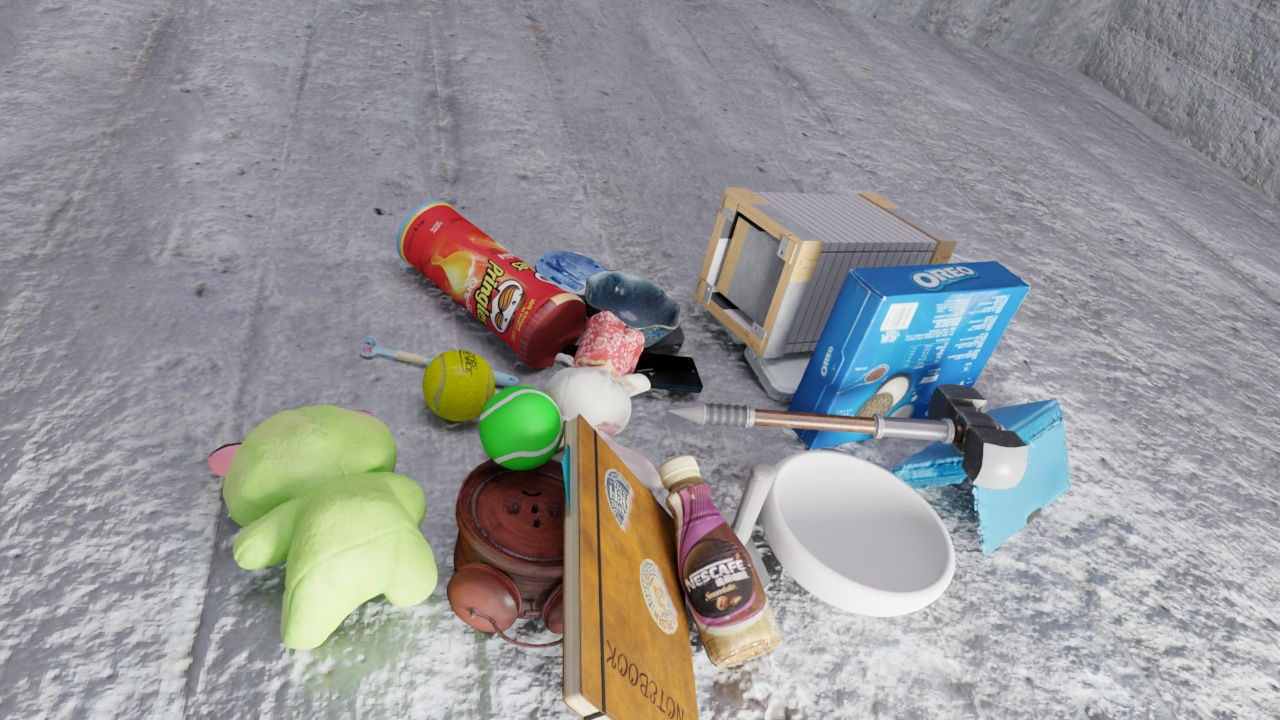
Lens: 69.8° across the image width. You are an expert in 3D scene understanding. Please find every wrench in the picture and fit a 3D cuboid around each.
[{"bbox_3d":[-0.032,0.009,0.969,0.073,0.018,0.272,31,37,15],"label":"wrench"}]

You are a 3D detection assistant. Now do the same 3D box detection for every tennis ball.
[{"bbox_3d":[-0.092,0.052,0.707,0.065,0.065,0.065,13,35,-10],"label":"tennis ball"},{"bbox_3d":[-0.166,0.023,0.839,0.065,0.066,0.065,13,35,-10],"label":"tennis ball"}]

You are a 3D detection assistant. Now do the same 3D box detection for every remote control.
[{"bbox_3d":[-0.006,0.006,0.955,0.150,0.022,0.047,6,43,-23],"label":"remote control"}]

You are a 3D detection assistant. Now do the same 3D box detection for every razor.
[{"bbox_3d":[0.088,0.132,0.769,0.047,0.116,0.088,0,39,-18],"label":"razor"}]

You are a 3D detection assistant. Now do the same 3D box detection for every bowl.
[{"bbox_3d":[-0.015,-0.046,0.983,0.110,0.055,0.110,16,32,-10],"label":"bowl"},{"bbox_3d":[0.184,0.163,0.818,0.176,0.066,0.176,13,35,-10],"label":"bowl"}]

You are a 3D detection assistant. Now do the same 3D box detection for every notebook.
[{"bbox_3d":[-0.010,0.158,0.658,0.178,0.014,0.248,52,21,-36],"label":"notebook"}]

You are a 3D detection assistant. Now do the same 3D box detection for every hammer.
[{"bbox_3d":[0.189,0.060,0.878,0.322,0.043,0.155,4,23,-5],"label":"hammer"}]

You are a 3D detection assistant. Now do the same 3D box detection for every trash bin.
[{"bbox_3d":[0.218,-0.108,1.093,0.246,0.143,0.142,-5,34,-33],"label":"trash bin"}]

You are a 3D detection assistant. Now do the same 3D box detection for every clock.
[{"bbox_3d":[-0.071,-0.087,1.051,0.089,0.052,0.125,35,37,22],"label":"clock"},{"bbox_3d":[-0.086,0.148,0.700,0.120,0.072,0.157,7,36,-18],"label":"clock"}]

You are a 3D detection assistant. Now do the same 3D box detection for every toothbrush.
[{"bbox_3d":[-0.194,0.004,0.895,0.155,0.016,0.022,14,67,-8],"label":"toothbrush"}]

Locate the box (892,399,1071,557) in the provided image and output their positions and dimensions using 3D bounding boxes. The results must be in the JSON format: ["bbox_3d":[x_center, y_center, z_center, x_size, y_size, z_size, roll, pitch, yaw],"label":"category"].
[{"bbox_3d":[0.382,0.127,0.996,0.230,0.094,0.111,-18,91,-44],"label":"box"}]

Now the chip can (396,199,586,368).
[{"bbox_3d":[-0.160,-0.084,0.973,0.213,0.087,0.086,37,38,25],"label":"chip can"}]

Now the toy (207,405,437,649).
[{"bbox_3d":[-0.230,0.100,0.675,0.149,0.107,0.196,-15,55,-37],"label":"toy"}]

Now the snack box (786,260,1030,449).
[{"bbox_3d":[0.288,-0.008,0.992,0.238,0.196,0.056,-6,40,-33],"label":"snack box"}]

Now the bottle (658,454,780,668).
[{"bbox_3d":[0.056,0.155,0.731,0.059,0.060,0.166,-4,61,-31],"label":"bottle"}]

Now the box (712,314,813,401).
[{"bbox_3d":[0.205,-0.021,1.115,0.209,0.045,0.191,0,39,-27],"label":"box"}]

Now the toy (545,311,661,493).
[{"bbox_3d":[-0.045,0.032,0.856,0.159,0.084,0.193,11,48,3],"label":"toy"}]
